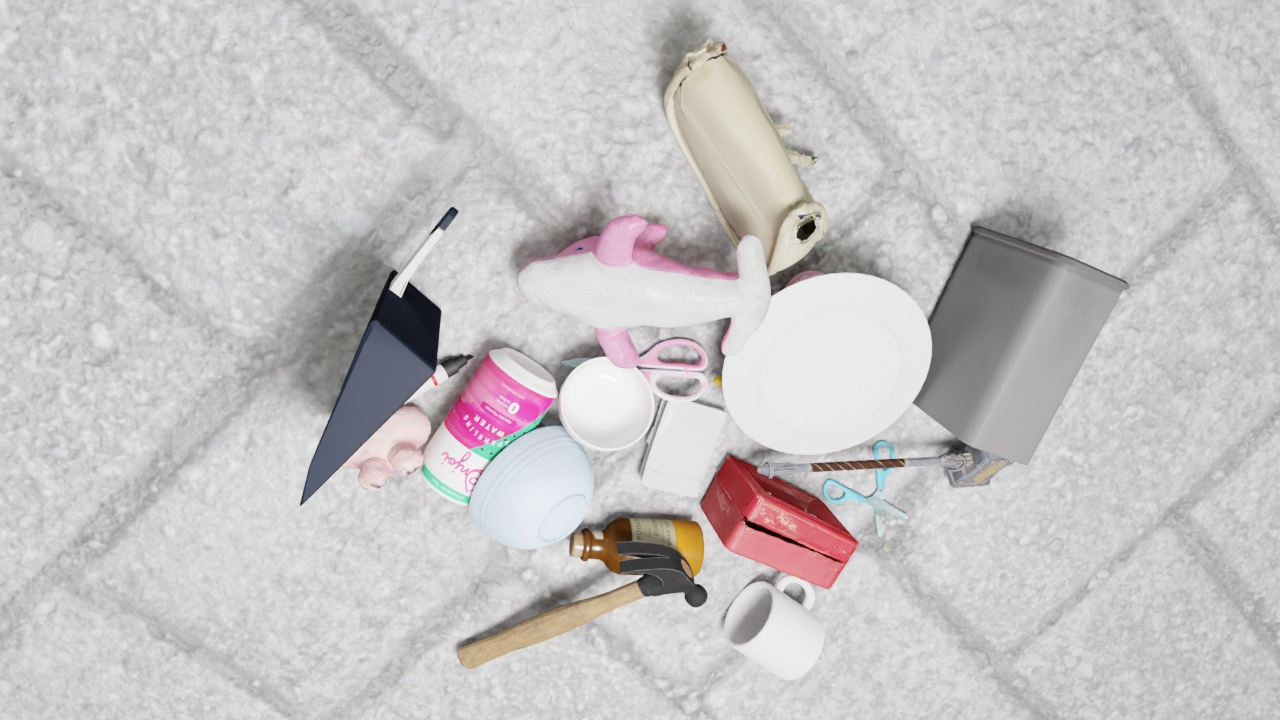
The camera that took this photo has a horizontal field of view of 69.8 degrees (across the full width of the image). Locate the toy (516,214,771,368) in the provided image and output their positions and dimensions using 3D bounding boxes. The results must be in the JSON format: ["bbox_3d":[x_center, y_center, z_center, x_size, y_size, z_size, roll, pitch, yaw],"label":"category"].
[{"bbox_3d":[0.006,-0.092,0.973,0.266,0.127,0.187,6,132,4],"label":"toy"}]

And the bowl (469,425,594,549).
[{"bbox_3d":[-0.106,0.154,1.016,0.150,0.075,0.151,-33,145,-27],"label":"bowl"}]

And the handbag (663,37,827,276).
[{"bbox_3d":[0.129,-0.216,0.943,0.132,0.184,0.229,-36,94,-2],"label":"handbag"}]

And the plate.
[{"bbox_3d":[0.213,0.013,1.036,0.242,0.016,0.243,-3,122,-6],"label":"plate"}]

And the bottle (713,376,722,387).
[{"bbox_3d":[0.153,0.039,1.086,0.146,0.051,0.051,14,104,-15],"label":"bottle"}]

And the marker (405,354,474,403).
[{"bbox_3d":[-0.246,0.030,1.001,0.145,0.019,0.019,-32,112,-21],"label":"marker"}]

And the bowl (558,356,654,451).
[{"bbox_3d":[-0.041,0.051,1.020,0.105,0.054,0.104,2,79,-13],"label":"bowl"}]

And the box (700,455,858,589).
[{"bbox_3d":[0.167,0.189,1.095,0.158,0.129,0.087,25,99,-18],"label":"box"}]

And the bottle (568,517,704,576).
[{"bbox_3d":[-0.007,0.224,1.103,0.157,0.068,0.068,5,106,-13],"label":"bottle"}]

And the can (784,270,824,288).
[{"bbox_3d":[0.205,-0.064,1.051,0.067,0.076,0.067,-3,107,-11],"label":"can"}]

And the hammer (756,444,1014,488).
[{"bbox_3d":[0.296,0.126,1.116,0.321,0.044,0.099,-1,152,-12],"label":"hammer"}]

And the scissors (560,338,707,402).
[{"bbox_3d":[-0.007,0.010,1.057,0.174,0.017,0.076,3,84,-8],"label":"scissors"}]

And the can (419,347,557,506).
[{"bbox_3d":[-0.168,0.072,1.012,0.088,0.088,0.166,32,98,-19],"label":"can"}]

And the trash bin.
[{"bbox_3d":[0.412,-0.023,1.047,0.097,0.191,0.220,19,104,-16],"label":"trash bin"}]

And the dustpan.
[{"bbox_3d":[-0.248,-0.024,0.887,0.273,0.236,0.080,-44,109,4],"label":"dustpan"}]

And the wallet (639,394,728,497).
[{"bbox_3d":[0.049,0.102,1.095,0.086,0.032,0.116,21,94,-18],"label":"wallet"}]

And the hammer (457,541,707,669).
[{"bbox_3d":[-0.083,0.301,1.089,0.306,0.040,0.132,-25,133,13],"label":"hammer"}]

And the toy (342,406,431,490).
[{"bbox_3d":[-0.276,0.096,0.991,0.108,0.105,0.053,-22,131,-12],"label":"toy"}]

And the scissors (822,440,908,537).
[{"bbox_3d":[0.287,0.171,1.176,0.126,0.015,0.136,-10,103,-7],"label":"scissors"}]

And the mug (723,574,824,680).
[{"bbox_3d":[0.177,0.330,1.165,0.090,0.091,0.121,37,80,-19],"label":"mug"}]
